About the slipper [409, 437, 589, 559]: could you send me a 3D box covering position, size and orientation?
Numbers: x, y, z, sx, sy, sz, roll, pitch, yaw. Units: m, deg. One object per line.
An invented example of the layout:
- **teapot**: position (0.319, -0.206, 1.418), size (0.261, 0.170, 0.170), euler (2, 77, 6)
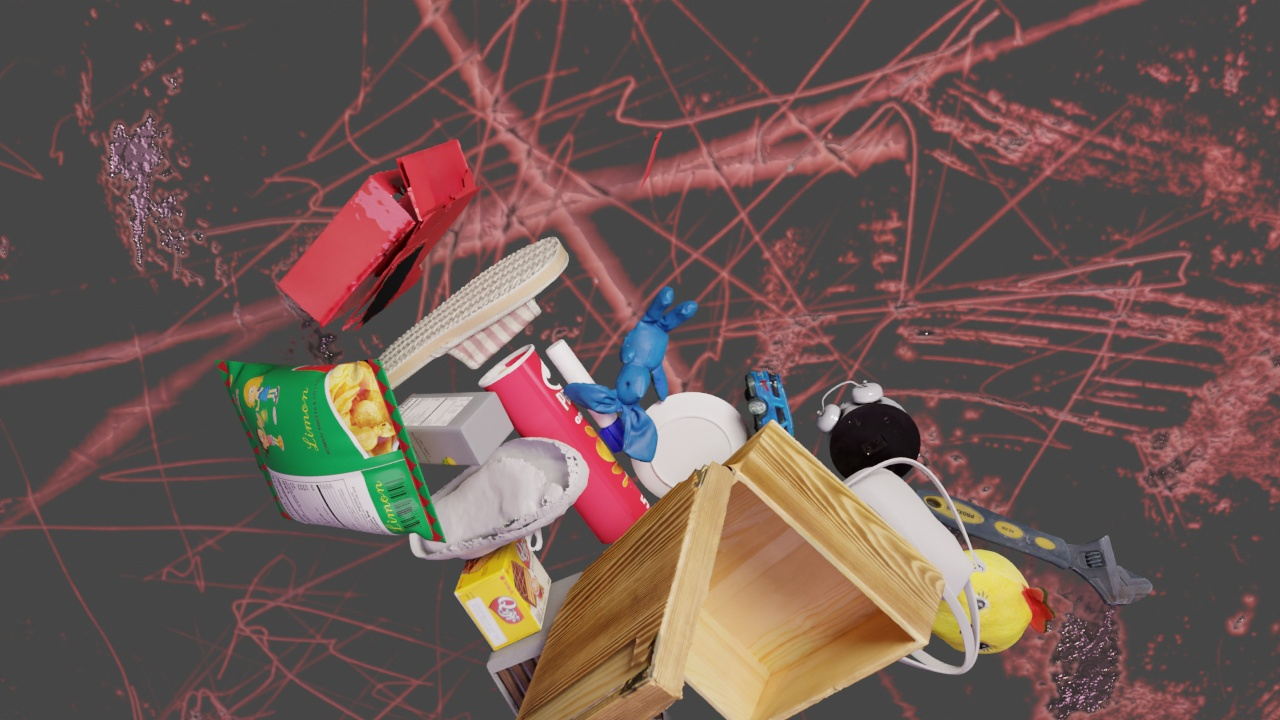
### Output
- **slipper**: position (-0.145, 0.154, 0.960), size (0.248, 0.074, 0.112), euler (-31, 72, 35)

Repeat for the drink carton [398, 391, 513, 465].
- **drink carton**: position (-0.202, 0.070, 0.946), size (0.125, 0.076, 0.048), euler (-3, 123, 34)

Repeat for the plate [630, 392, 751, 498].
- **plate**: position (0.056, 0.100, 1.003), size (0.134, 0.011, 0.135), euler (1, 108, 2)

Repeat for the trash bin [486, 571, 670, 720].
- **trash bin**: position (-0.063, 0.378, 1.041), size (0.114, 0.114, 0.229), euler (-24, 105, 9)

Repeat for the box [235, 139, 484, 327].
- **box**: position (-0.253, -0.148, 0.834), size (0.153, 0.213, 0.165), euler (40, 105, -10)

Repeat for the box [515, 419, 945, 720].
- **box**: position (0.046, 0.259, 0.837), size (0.286, 0.333, 0.280), euler (43, 132, 3)

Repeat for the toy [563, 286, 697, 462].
- **toy**: position (-0.006, 0.006, 0.941), size (0.112, 0.071, 0.176), euler (22, 96, -18)

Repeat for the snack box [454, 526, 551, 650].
- **snack box**: position (-0.149, 0.248, 1.009), size (0.061, 0.105, 0.083), euler (-27, 105, 8)

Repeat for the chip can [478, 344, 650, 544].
- **chip can**: position (-0.078, 0.091, 0.976), size (0.069, 0.069, 0.220), euler (-33, 104, 11)

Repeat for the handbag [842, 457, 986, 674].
- **handbag**: position (0.260, 0.226, 0.935), size (0.222, 0.095, 0.216), euler (49, 133, 11)

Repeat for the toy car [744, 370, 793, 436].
- **toy car**: position (0.138, 0.069, 0.967), size (0.043, 0.056, 0.120), euler (-11, 105, 4)

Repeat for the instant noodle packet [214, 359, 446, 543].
- **instant noodle packet**: position (-0.316, 0.088, 0.923), size (0.253, 0.090, 0.196), euler (0, 115, 33)

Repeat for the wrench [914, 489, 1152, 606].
- **wrench**: position (0.425, 0.199, 1.000), size (0.273, 0.022, 0.073), euler (20, 65, 1)

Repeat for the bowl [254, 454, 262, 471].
- **bowl**: position (-0.371, 0.089, 1.010), size (0.102, 0.026, 0.114), euler (13, 108, -1)

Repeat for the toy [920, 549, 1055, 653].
- **toy**: position (0.335, 0.261, 1.005), size (0.208, 0.092, 0.134), euler (-7, 120, 14)

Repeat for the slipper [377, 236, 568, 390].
- **slipper**: position (-0.174, -0.031, 0.924), size (0.263, 0.114, 0.052), euler (-31, 117, 18)

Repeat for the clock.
- **clock**: position (0.240, 0.076, 0.975), size (0.095, 0.035, 0.122), euler (-35, 102, 12)

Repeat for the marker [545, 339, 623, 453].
- **marker**: position (-0.055, 0.038, 0.980), size (0.023, 0.027, 0.133), euler (-21, 109, 45)
